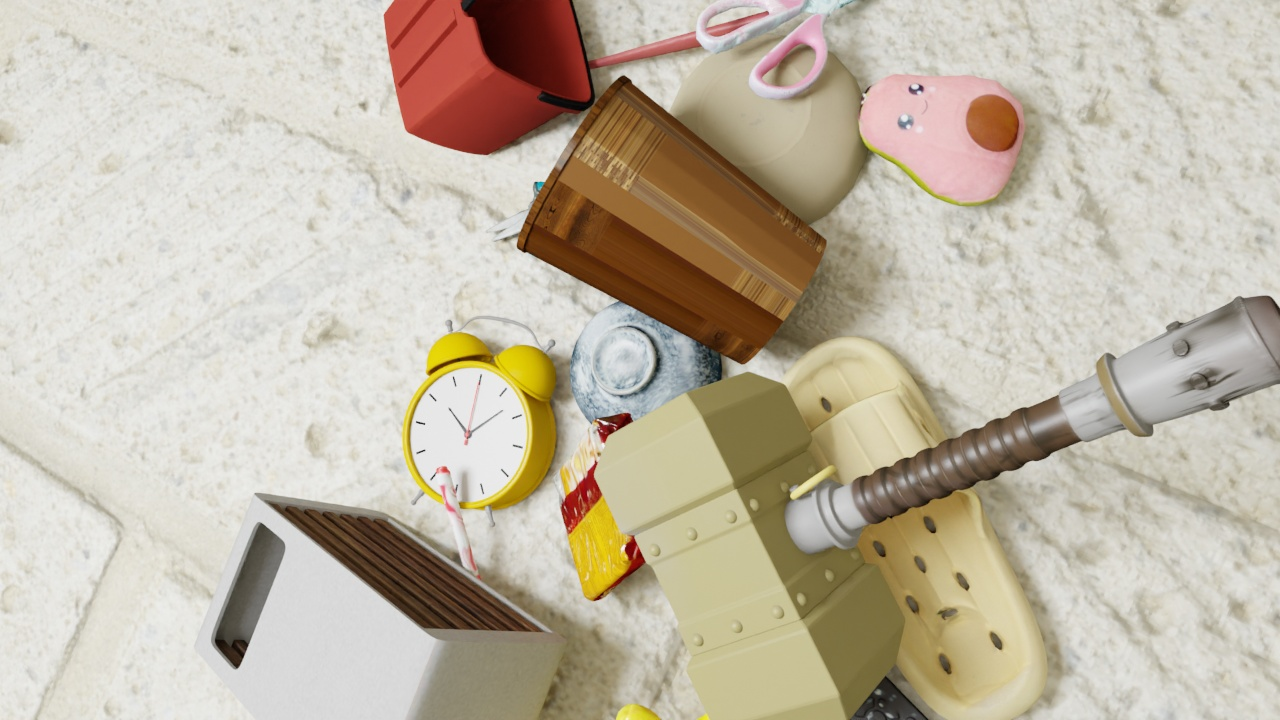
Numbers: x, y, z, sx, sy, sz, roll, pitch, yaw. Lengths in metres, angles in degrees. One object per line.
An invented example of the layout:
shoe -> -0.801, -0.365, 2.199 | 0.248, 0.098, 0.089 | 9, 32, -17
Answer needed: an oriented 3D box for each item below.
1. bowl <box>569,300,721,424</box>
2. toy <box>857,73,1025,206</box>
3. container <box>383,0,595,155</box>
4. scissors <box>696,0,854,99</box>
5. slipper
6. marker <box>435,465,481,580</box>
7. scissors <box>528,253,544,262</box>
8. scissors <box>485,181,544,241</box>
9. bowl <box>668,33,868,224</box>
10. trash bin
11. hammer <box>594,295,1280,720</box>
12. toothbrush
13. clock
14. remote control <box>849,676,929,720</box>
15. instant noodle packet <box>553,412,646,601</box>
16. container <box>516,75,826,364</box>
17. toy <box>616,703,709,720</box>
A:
bowl -> -0.004, 0.004, 0.655 | 0.114, 0.060, 0.114 | -4, 78, 18
toy -> 0.199, -0.153, 0.618 | 0.110, 0.051, 0.090 | 20, 86, 16
container -> -0.094, -0.254, 0.674 | 0.201, 0.126, 0.148 | -25, 71, 37
scissors -> 0.113, -0.257, 0.650 | 0.103, 0.016, 0.178 | 37, 68, 13
slipper -> 0.159, 0.104, 0.575 | 0.111, 0.079, 0.261 | -31, 73, 14
marker -> -0.125, 0.145, 0.668 | 0.013, 0.012, 0.142 | -12, 98, 16
scissors -> -0.022, -0.110, 0.691 | 0.135, 0.015, 0.133 | -44, 86, 18
scissors -> -0.051, -0.131, 0.715 | 0.127, 0.019, 0.142 | 29, 97, 15
bowl -> 0.086, -0.168, 0.660 | 0.152, 0.050, 0.152 | -3, 79, 18
trash bin -> -0.180, 0.189, 0.614 | 0.229, 0.114, 0.114 | 20, 89, 40
hammer -> 0.149, 0.058, 0.463 | 0.326, 0.100, 0.190 | -32, 80, 35
toothbrush -> 0.011, -0.242, 0.702 | 0.190, 0.016, 0.016 | -4, 72, 27
clock -> -0.120, 0.042, 0.692 | 0.114, 0.052, 0.152 | 11, 88, 20
remote control -> 0.142, 0.218, 0.589 | 0.047, 0.022, 0.150 | -47, 72, 5
instant noodle packet -> -0.024, 0.101, 0.614 | 0.039, 0.136, 0.098 | -5, 66, -20
container -> 0.025, -0.084, 0.608 | 0.167, 0.132, 0.132 | 33, 92, -3
toy -> 0.015, 0.279, 0.587 | 0.194, 0.087, 0.134 | -35, 88, 13
